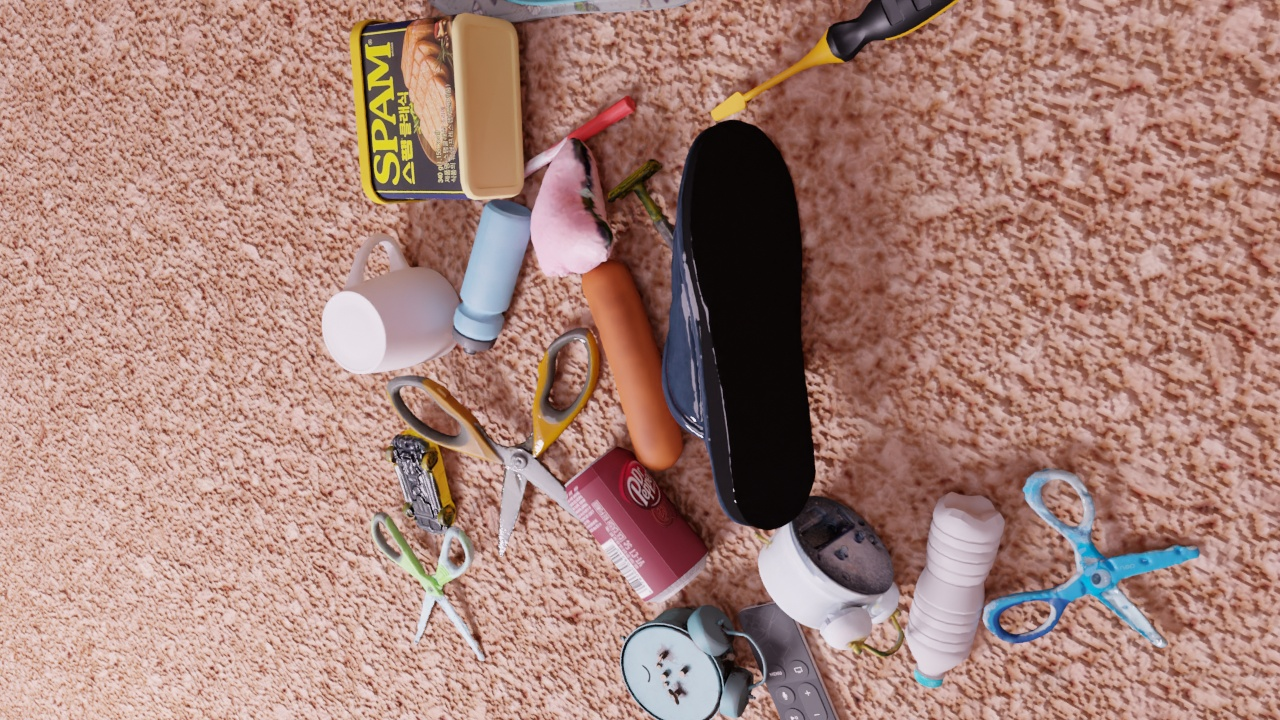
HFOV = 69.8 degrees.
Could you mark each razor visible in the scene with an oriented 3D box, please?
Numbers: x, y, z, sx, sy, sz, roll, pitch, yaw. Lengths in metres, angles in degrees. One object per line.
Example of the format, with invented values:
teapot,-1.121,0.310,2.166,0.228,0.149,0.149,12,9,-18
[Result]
razor,0.022,-0.089,0.662,0.043,0.026,0.106,-33,91,28

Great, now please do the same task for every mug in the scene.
mug,-0.210,-0.048,0.756,0.081,0.087,0.114,-11,98,30

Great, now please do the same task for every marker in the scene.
marker,-0.063,-0.159,0.692,0.142,0.012,0.013,-24,91,31

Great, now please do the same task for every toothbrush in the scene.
toothbrush,0.126,-0.199,0.572,0.197,0.030,0.031,-23,96,33

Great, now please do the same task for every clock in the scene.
clock,0.043,0.235,0.717,0.124,0.053,0.090,-18,95,31
clock,0.135,0.149,0.627,0.117,0.083,0.057,49,125,21

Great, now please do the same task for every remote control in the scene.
remote control,0.121,0.255,0.706,0.045,0.008,0.146,-22,92,31

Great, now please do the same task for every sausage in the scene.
sausage,-0.004,0.004,0.687,0.044,0.039,0.164,-3,105,69

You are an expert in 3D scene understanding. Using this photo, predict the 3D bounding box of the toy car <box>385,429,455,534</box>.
toy car,-0.193,0.110,0.821,0.049,0.030,0.107,7,120,26

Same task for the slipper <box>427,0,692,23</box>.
slipper,-0.076,-0.284,0.644,0.269,0.054,0.098,14,112,23

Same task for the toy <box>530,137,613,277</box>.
toy,-0.053,-0.100,0.675,0.093,0.050,0.102,-51,45,49

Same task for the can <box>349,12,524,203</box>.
can,-0.150,-0.187,0.688,0.104,0.075,0.135,7,105,32

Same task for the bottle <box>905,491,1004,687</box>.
bottle,0.207,0.157,0.614,0.044,0.044,0.136,15,110,24

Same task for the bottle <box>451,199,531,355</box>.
bottle,-0.120,-0.062,0.732,0.040,0.040,0.130,29,115,19

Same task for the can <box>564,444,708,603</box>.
can,-0.003,0.125,0.705,0.063,0.063,0.114,-42,84,30

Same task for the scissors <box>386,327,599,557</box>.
scissors,-0.112,0.061,0.759,0.230,0.016,0.226,22,111,8

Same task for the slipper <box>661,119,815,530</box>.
slipper,0.051,-0.022,0.615,0.084,0.108,0.265,-2,96,49

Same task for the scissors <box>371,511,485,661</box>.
scissors,-0.188,0.207,0.843,0.166,0.024,0.171,-31,98,31

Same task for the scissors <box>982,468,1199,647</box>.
scissors,0.274,0.137,0.579,0.134,0.011,0.140,46,108,1
